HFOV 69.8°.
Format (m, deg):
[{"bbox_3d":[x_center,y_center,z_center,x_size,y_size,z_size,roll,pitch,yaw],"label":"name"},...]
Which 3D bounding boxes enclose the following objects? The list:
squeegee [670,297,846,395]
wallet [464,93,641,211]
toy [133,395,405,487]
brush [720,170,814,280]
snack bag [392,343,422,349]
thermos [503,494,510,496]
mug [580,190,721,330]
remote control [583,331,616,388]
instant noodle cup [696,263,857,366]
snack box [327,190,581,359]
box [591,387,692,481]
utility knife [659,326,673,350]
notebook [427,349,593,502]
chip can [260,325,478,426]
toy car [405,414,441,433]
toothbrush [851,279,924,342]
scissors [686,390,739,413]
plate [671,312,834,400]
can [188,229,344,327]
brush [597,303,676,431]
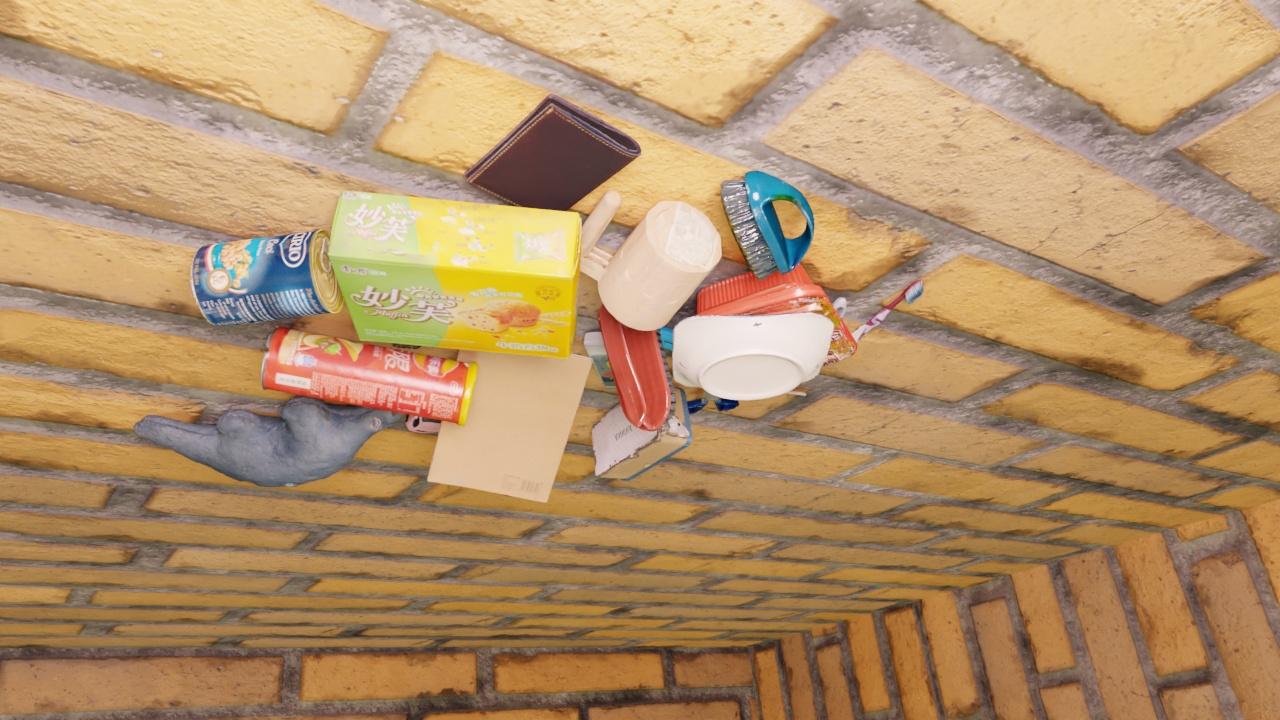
[{"bbox_3d":[0.175,-0.004,1.129,0.246,0.039,0.247,8,151,-28],"label":"squeegee"},{"bbox_3d":[-0.074,-0.163,0.761,0.096,0.020,0.123,22,144,-37],"label":"wallet"},{"bbox_3d":[-0.438,0.096,1.151,0.356,0.091,0.138,-9,127,3],"label":"toy"},{"bbox_3d":[0.122,-0.125,0.842,0.074,0.055,0.144,-14,153,16],"label":"brush"},{"bbox_3d":[-0.251,-0.041,0.961,0.045,0.026,0.105,8,156,7],"label":"snack bag"},{"bbox_3d":[-0.201,0.127,1.264,0.093,0.093,0.143,-20,143,27],"label":"thermos"},{"bbox_3d":[0.001,-0.098,0.859,0.124,0.084,0.104,29,143,-11],"label":"mug"},{"bbox_3d":[-0.028,0.002,1.104,0.056,0.019,0.135,2,156,11],"label":"remote control"},{"bbox_3d":[0.135,-0.040,0.996,0.165,0.079,0.188,-16,153,20],"label":"instant noodle cup"},{"bbox_3d":[-0.161,-0.072,0.835,0.210,0.070,0.158,5,153,-3],"label":"snack box"},{"bbox_3d":[-0.006,0.103,1.254,0.059,0.089,0.185,8,153,-31],"label":"box"},{"bbox_3d":[0.050,-0.019,1.073,0.166,0.018,0.034,18,144,-24],"label":"utility knife"},{"bbox_3d":[-0.155,0.071,1.073,0.149,0.012,0.212,13,118,-11],"label":"notebook"},{"bbox_3d":[-0.287,0.018,0.984,0.216,0.073,0.073,10,151,-11],"label":"chip can"},{"bbox_3d":[-0.263,0.065,1.172,0.056,0.037,0.123,6,151,-28],"label":"toy car"},{"bbox_3d":[0.281,-0.042,1.097,0.016,0.017,0.188,5,152,-21],"label":"toothbrush"},{"bbox_3d":[0.103,0.051,1.223,0.146,0.012,0.170,3,165,-34],"label":"scissors"},{"bbox_3d":[0.115,0.004,0.961,0.163,0.034,0.164,-2,153,2],"label":"plate"},{"bbox_3d":[-0.332,-0.073,0.821,0.111,0.075,0.075,-7,155,2],"label":"can"},{"bbox_3d":[-0.006,0.006,0.981,0.063,0.145,0.069,-21,165,27],"label":"brush"}]
